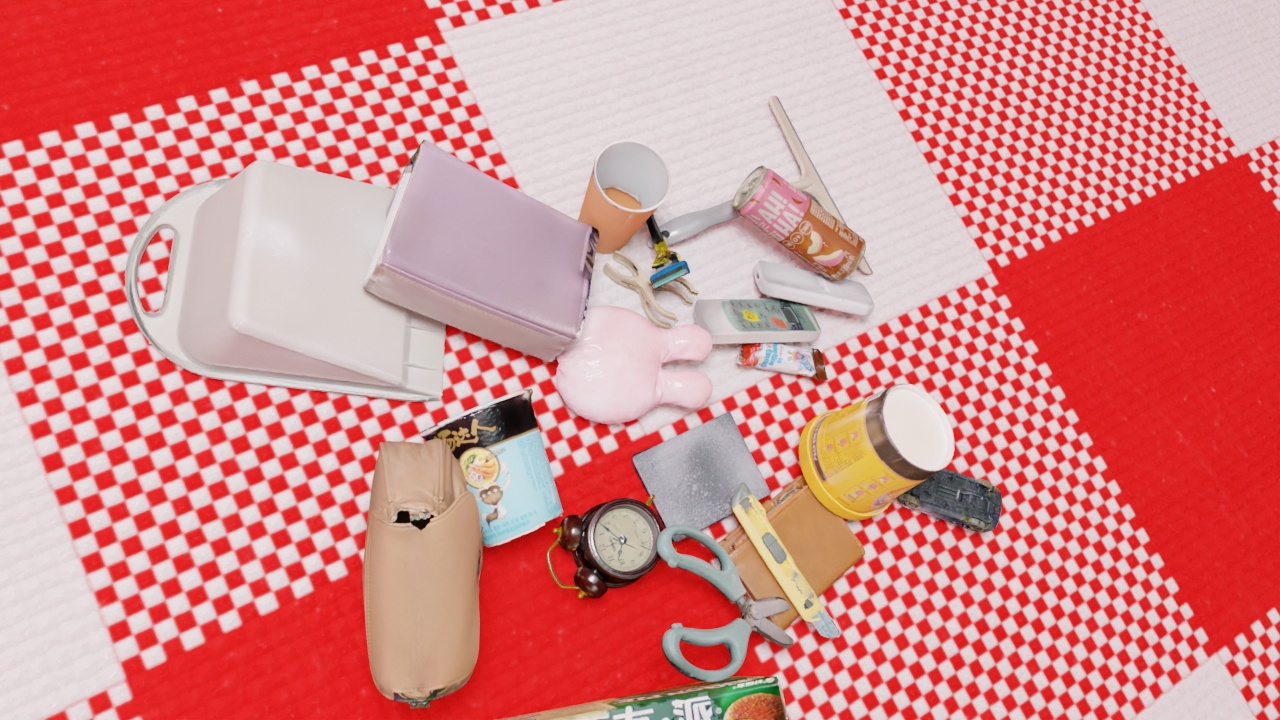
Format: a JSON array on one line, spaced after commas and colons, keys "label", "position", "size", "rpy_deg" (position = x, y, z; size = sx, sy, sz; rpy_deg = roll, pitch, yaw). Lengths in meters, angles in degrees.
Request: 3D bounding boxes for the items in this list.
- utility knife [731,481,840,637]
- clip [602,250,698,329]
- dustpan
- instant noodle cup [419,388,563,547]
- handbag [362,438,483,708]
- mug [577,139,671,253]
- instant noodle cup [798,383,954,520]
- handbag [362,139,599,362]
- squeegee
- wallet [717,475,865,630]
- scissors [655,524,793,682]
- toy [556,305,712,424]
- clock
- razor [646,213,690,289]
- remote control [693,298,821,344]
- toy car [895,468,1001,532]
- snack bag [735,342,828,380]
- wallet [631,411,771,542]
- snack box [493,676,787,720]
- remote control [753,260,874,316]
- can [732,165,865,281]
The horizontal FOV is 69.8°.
[{"label": "utility knife", "position": [0.139, 0.199, 0.897], "size": [0.031, 0.019, 0.175], "rpy_deg": [-32, 91, -17]}, {"label": "clip", "position": [0.006, -0.066, 0.964], "size": [0.104, 0.035, 0.089], "rpy_deg": [16, 68, -6]}, {"label": "dustpan", "position": [-0.333, -0.076, 0.880], "size": [0.257, 0.143, 0.222], "rpy_deg": [17, 65, -42]}, {"label": "instant noodle cup", "position": [-0.127, 0.100, 0.835], "size": [0.111, 0.111, 0.120], "rpy_deg": [-22, 87, -22]}, {"label": "handbag", "position": [-0.175, 0.170, 0.749], "size": [0.099, 0.148, 0.205], "rpy_deg": [-1, 106, -15]}, {"label": "mug", "position": [-0.025, -0.160, 0.936], "size": [0.078, 0.123, 0.078], "rpy_deg": [5, 71, -16]}, {"label": "instant noodle cup", "position": [0.240, 0.087, 0.924], "size": [0.118, 0.115, 0.118], "rpy_deg": [15, 57, -24]}, {"label": "handbag", "position": [-0.148, -0.101, 0.879], "size": [0.197, 0.099, 0.144], "rpy_deg": [23, 65, -21]}, {"label": "squeegee", "position": [0.117, -0.174, 1.028], "size": [0.246, 0.039, 0.246], "rpy_deg": [-22, 80, -21]}, {"label": "wallet", "position": [0.151, 0.192, 0.923], "size": [0.131, 0.031, 0.108], "rpy_deg": [-35, 87, -25]}, {"label": "scissors", "position": [0.073, 0.236, 0.829], "size": [0.174, 0.019, 0.176], "rpy_deg": [39, 40, -13]}, {"label": "toy", "position": [-0.005, 0.005, 0.923], "size": [0.159, 0.054, 0.121], "rpy_deg": [4, 79, -9]}, {"label": "clock", "position": [-0.031, 0.175, 0.861], "size": [0.121, 0.055, 0.082], "rpy_deg": [-18, 79, -24]}, {"label": "razor", "position": [0.016, -0.133, 0.977], "size": [0.043, 0.022, 0.142], "rpy_deg": [-25, 55, 9]}, {"label": "remote control", "position": [0.125, -0.043, 0.982], "size": [0.135, 0.019, 0.056], "rpy_deg": [-1, 46, -21]}, {"label": "toy car", "position": [0.329, 0.146, 0.989], "size": [0.120, 0.037, 0.054], "rpy_deg": [20, 69, 1]}, {"label": "snack bag", "position": [0.151, -0.003, 0.988], "size": [0.105, 0.026, 0.045], "rpy_deg": [11, 46, -12]}, {"label": "wallet", "position": [0.062, 0.117, 0.930], "size": [0.120, 0.019, 0.097], "rpy_deg": [-23, 78, -20]}, {"label": "snack box", "position": [-0.003, 0.322, 0.790], "size": [0.239, 0.115, 0.063], "rpy_deg": [-3, 73, -18]}, {"label": "remote control", "position": [0.192, -0.079, 1.018], "size": [0.136, 0.020, 0.055], "rpy_deg": [11, 33, -13]}, {"label": "can", "position": [0.173, -0.147, 0.995], "size": [0.147, 0.058, 0.057], "rpy_deg": [33, 66, -15]}]
